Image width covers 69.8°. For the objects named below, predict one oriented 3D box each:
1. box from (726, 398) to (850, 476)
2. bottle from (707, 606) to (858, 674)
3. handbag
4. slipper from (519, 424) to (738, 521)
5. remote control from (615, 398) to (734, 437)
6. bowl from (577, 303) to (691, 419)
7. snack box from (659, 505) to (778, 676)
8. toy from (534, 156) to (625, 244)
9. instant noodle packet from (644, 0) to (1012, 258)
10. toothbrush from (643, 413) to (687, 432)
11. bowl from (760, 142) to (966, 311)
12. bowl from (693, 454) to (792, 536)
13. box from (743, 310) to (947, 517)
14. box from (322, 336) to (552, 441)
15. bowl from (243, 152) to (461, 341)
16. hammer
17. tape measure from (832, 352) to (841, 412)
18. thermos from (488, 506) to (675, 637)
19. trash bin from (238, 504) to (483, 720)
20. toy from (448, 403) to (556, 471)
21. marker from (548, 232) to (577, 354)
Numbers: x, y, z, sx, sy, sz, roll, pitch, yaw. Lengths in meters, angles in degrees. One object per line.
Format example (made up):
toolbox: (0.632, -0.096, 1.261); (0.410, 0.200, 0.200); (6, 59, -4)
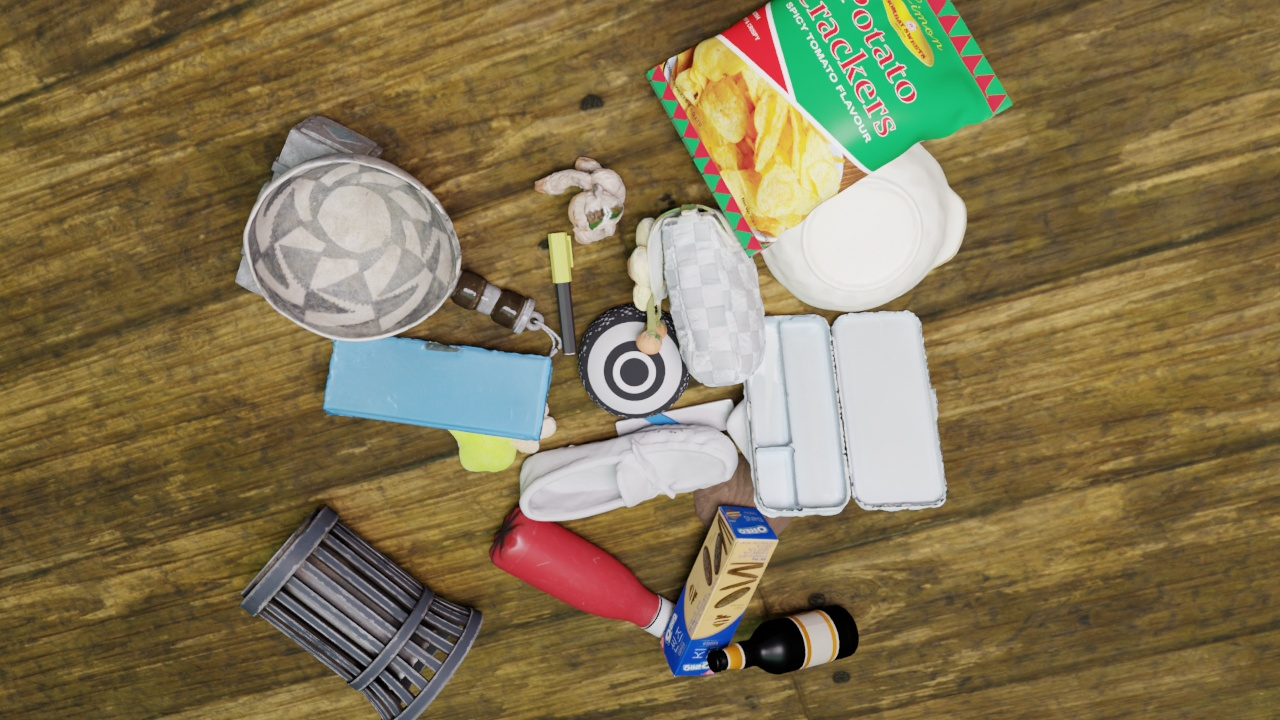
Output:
box: (0.161, 0.091, 0.981); (0.080, 0.150, 0.106); (-39, 64, 15)
bottle: (0.158, 0.322, 1.034); (0.181, 0.059, 0.059); (-4, 117, -27)
handbag: (0.051, -0.057, 0.868); (0.123, 0.112, 0.171); (-12, 94, 16)
slipper: (-0.017, 0.123, 0.984); (0.247, 0.074, 0.112); (-11, 138, 13)
remote control: (0.039, 0.069, 1.000); (0.131, 0.012, 0.033); (-12, 104, 9)
bowl: (-0.005, 0.005, 0.934); (0.120, 0.066, 0.120); (0, 102, 1)
snack box: (0.084, 0.260, 1.016); (0.056, 0.057, 0.207); (7, 118, -25)
toy: (-0.044, -0.142, 0.870); (0.074, 0.106, 0.085); (-29, 118, -7)
instant noodle packet: (0.157, -0.238, 0.803); (0.253, 0.090, 0.195); (-30, 85, 13)
toothbrush: (0.020, 0.065, 0.986); (0.166, 0.014, 0.016); (27, 104, 0)
bowl: (0.208, -0.127, 0.879); (0.219, 0.060, 0.189); (6, 114, 2)
bowl: (0.118, 0.162, 1.026); (0.118, 0.030, 0.118); (2, 114, 3)
box: (0.197, 0.048, 0.903); (0.189, 0.037, 0.208); (-3, 69, -3)
box: (-0.210, 0.027, 0.965); (0.231, 0.052, 0.093); (7, 85, 2)
bowl: (-0.255, -0.110, 0.822); (0.178, 0.081, 0.179); (-7, 125, -10)
hammer: (-0.221, -0.094, 0.920); (0.326, 0.079, 0.177); (25, 113, -13)
tape measure: (0.200, 0.025, 0.957); (0.065, 0.037, 0.064); (1, 113, 4)
thermos: (-0.057, 0.252, 1.055); (0.240, 0.073, 0.073); (33, 112, -18)
trash bin: (-0.321, 0.286, 1.046); (0.227, 0.164, 0.164); (41, 110, -9)
toy: (-0.151, 0.075, 1.001); (0.115, 0.046, 0.092); (-17, 112, 4)
marker: (-0.077, -0.068, 0.933); (0.021, 0.017, 0.124); (-11, 102, -28)
